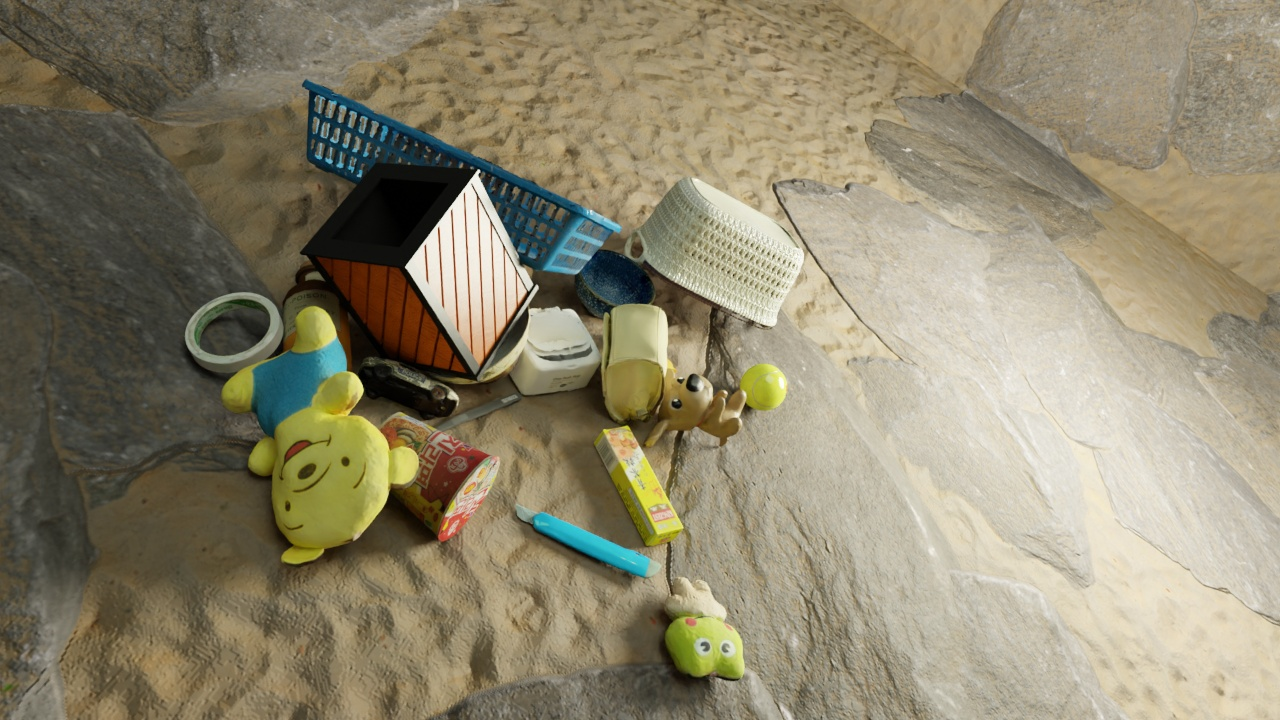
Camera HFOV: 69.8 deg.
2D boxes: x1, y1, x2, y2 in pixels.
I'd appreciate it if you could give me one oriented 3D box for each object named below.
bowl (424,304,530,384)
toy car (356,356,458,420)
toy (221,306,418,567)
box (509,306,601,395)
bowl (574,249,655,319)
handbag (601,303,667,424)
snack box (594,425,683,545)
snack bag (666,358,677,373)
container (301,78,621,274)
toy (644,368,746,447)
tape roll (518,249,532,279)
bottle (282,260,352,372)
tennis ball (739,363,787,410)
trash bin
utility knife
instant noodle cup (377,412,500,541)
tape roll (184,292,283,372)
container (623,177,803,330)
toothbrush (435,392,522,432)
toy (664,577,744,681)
[{"bbox_3d":[-0.186,-0.018,1.063,0.145,0.063,0.145,-10,48,11],"label":"bowl"},{"bbox_3d":[-0.253,0.028,1.005,0.112,0.049,0.040,25,47,-14],"label":"toy car"},{"bbox_3d":[-0.302,0.075,0.865,0.214,0.149,0.084,58,12,19],"label":"toy"},{"bbox_3d":[-0.106,-0.026,1.127,0.107,0.095,0.102,-6,55,-41],"label":"box"},{"bbox_3d":[-0.043,-0.092,1.260,0.114,0.061,0.114,17,43,-17],"label":"bowl"},{"bbox_3d":[-0.007,0.007,1.150,0.081,0.111,0.119,1,41,2],"label":"handbag"},{"bbox_3d":[-0.004,0.145,1.076,0.040,0.029,0.148,-6,54,-38],"label":"snack box"},{"bbox_3d":[0.004,-0.008,1.237,0.099,0.026,0.020,39,35,2],"label":"snack bag"},{"bbox_3d":[-0.217,-0.208,1.124,0.362,0.089,0.257,25,7,5],"label":"container"},{"bbox_3d":[0.073,0.064,1.165,0.108,0.106,0.133,18,45,-3],"label":"toy"},{"bbox_3d":[-0.191,-0.120,1.211,0.094,0.027,0.093,19,42,-18],"label":"tape roll"},{"bbox_3d":[-0.352,-0.046,0.994,0.067,0.068,0.156,7,47,-30],"label":"bottle"},{"bbox_3d":[0.171,0.037,1.275,0.065,0.065,0.065,19,42,-18],"label":"tennis ball"},{"bbox_3d":[-0.228,-0.095,0.981,0.140,0.172,0.139,10,55,27],"label":"trash bin"},{"bbox_3d":[-0.058,0.197,0.999,0.175,0.015,0.031,27,37,-6],"label":"utility knife"},{"bbox_3d":[-0.215,0.109,0.921,0.112,0.101,0.100,32,39,8],"label":"instant noodle cup"},{"bbox_3d":[-0.417,-0.030,0.944,0.094,0.018,0.093,1,53,-1],"label":"tape roll"},{"bbox_3d":[0.117,-0.158,1.352,0.251,0.143,0.184,23,25,-22],"label":"container"},{"bbox_3d":[-0.196,0.064,1.039,0.013,0.013,0.166,49,39,16],"label":"toothbrush"},{"bbox_3d":[0.065,0.283,0.976,0.092,0.043,0.117,11,43,-24],"label":"toy"}]
